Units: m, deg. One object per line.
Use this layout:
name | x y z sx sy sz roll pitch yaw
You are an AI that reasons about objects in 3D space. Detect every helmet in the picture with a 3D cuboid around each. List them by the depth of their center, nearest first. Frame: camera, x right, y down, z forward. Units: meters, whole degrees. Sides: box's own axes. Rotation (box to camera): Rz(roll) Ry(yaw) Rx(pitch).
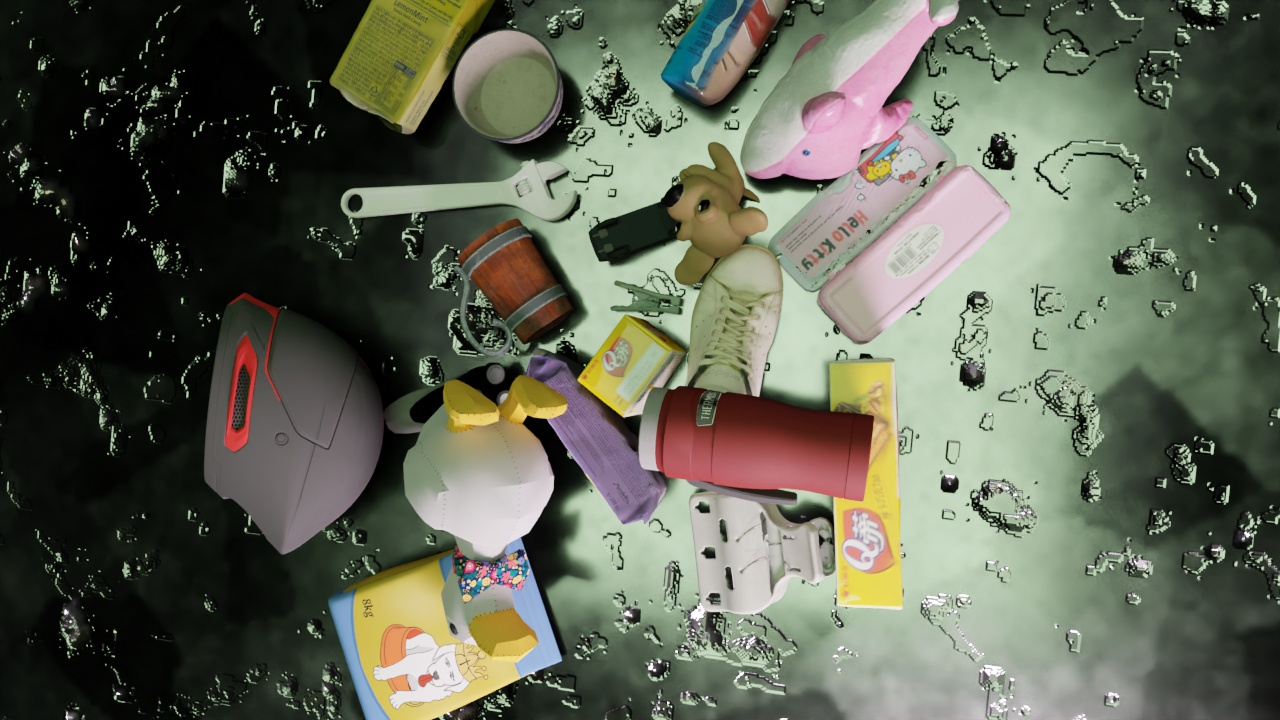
helmet | -0.358 0.070 0.966 0.169 0.164 0.264 8 86 -19

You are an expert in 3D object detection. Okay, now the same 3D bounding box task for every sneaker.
sneaker | 0.083 -0.001 0.917 0.089 0.102 0.241 12 93 9

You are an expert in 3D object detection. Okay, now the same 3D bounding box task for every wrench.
wrench | -0.203 -0.181 1.010 0.273 0.018 0.066 -2 91 11

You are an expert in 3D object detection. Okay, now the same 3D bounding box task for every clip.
clip | 0.128 0.190 0.934 0.152 0.091 0.125 -8 91 23
clip | 0.006 -0.064 0.971 0.074 0.023 0.035 10 91 8

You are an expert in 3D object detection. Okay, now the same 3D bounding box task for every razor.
razor | -0.212 0.047 0.998 0.156 0.060 0.057 -15 100 29

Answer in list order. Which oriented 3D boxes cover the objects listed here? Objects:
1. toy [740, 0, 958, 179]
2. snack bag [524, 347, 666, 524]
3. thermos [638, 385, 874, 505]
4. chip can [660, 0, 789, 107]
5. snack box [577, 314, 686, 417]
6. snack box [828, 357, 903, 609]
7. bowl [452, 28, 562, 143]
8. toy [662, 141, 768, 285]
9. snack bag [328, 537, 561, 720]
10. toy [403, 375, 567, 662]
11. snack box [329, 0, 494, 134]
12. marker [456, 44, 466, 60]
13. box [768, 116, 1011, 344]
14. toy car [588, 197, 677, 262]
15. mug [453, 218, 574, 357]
toy | 0.212 -0.260 0.877 0.128 0.186 0.266 32 123 -21
snack bag | -0.045 0.075 0.946 0.058 0.096 0.205 -35 85 2
thermos | 0.103 0.083 0.829 0.199 0.083 0.108 7 128 14
chip can | 0.109 -0.367 0.923 0.080 0.079 0.229 32 96 8
snack box | -0.006 0.005 0.931 0.061 0.105 0.083 37 96 9
snack box | 0.220 0.113 0.891 0.062 0.110 0.230 -2 91 15
bowl | -0.134 -0.284 0.973 0.115 0.059 0.115 0 91 10
toy | 0.073 -0.154 0.912 0.105 0.134 0.108 30 52 -21
snack bag | -0.206 0.286 0.983 0.205 0.102 0.159 -19 87 -7
toy | -0.160 0.141 0.897 0.247 0.140 0.268 39 123 44
snack box | -0.249 -0.346 0.994 0.121 0.045 0.181 34 98 20
marker | -0.205 -0.335 1.005 0.139 0.016 0.022 -54 43 7
box | 0.247 -0.131 0.917 0.201 0.044 0.154 -43 83 7
toy car | 0.002 -0.138 0.963 0.112 0.034 0.046 -20 90 -6
mug | -0.143 -0.071 0.964 0.117 0.081 0.111 -35 88 -10
